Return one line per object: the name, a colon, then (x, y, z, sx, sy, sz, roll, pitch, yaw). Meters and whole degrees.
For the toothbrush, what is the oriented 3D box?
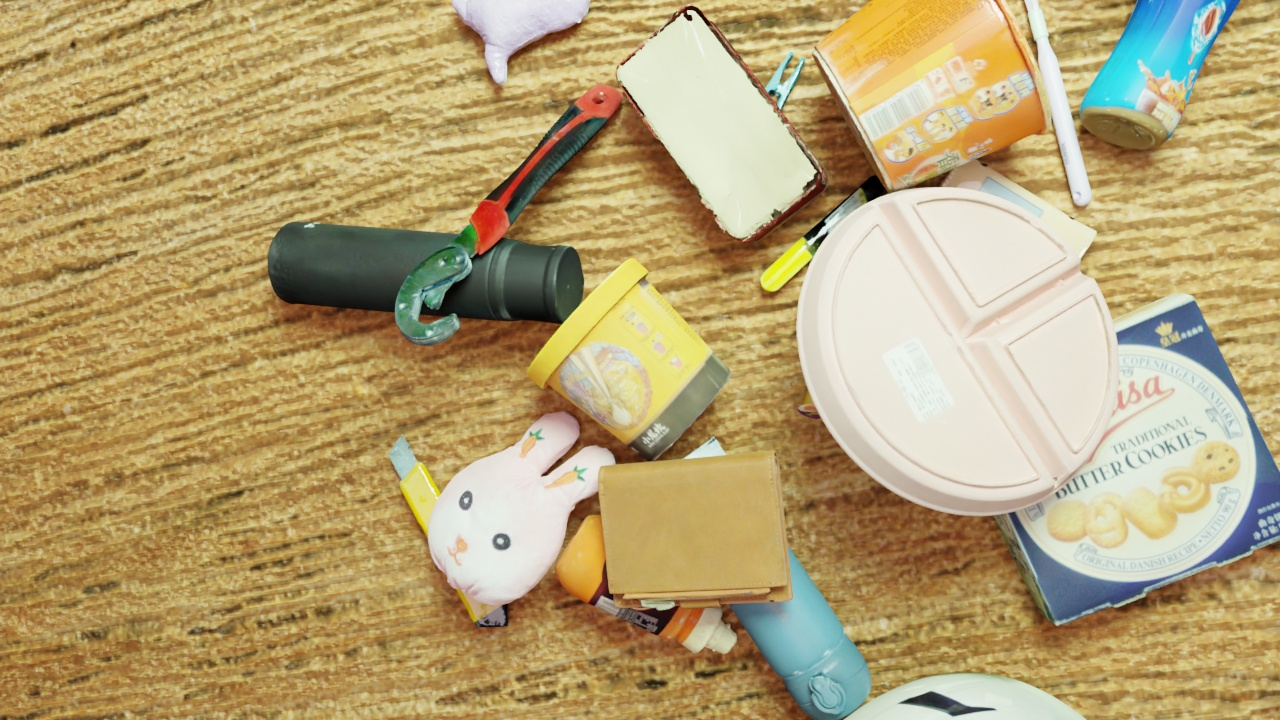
toothbrush: (0.306, -0.206, 0.684, 0.021, 0.029, 0.189, -14, 88, -29)

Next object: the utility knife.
utility knife: (-0.159, 0.142, 0.756, 0.033, 0.015, 0.181, -29, 84, -14)

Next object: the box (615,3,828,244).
box: (0.058, -0.174, 0.688, 0.091, 0.075, 0.168, -37, 83, 18)

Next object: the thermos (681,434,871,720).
thermos: (0.091, 0.164, 0.689, 0.070, 0.070, 0.220, -35, 83, 7)

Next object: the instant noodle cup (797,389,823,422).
instant noodle cup: (0.176, -0.001, 0.663, 0.111, 0.111, 0.099, 10, 82, 9)

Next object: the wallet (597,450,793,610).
wallet: (0.038, 0.122, 0.651, 0.132, 0.031, 0.108, -8, 86, 18)

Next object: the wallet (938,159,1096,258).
wallet: (0.266, -0.091, 0.688, 0.115, 0.024, 0.087, 34, 90, 7)

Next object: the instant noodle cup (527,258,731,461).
instant noodle cup: (-0.004, 0.004, 0.687, 0.114, 0.118, 0.118, 42, 95, -1)

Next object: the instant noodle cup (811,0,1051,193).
instant noodle cup: (0.197, -0.196, 0.643, 0.112, 0.151, 0.151, -29, 85, 16)

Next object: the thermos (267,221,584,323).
thermos: (-0.166, -0.066, 0.730, 0.243, 0.090, 0.068, 7, 86, 15)

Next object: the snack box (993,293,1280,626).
snack box: (0.341, 0.072, 0.662, 0.178, 0.045, 0.182, -25, 86, 7)

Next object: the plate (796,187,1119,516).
plate: (0.216, -0.013, 0.608, 0.229, 0.028, 0.229, 3, 76, -10)

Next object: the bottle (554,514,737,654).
bottle: (0.009, 0.180, 0.709, 0.149, 0.066, 0.067, 32, 94, 1)

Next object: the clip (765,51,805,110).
clip: (0.110, -0.214, 0.718, 0.047, 0.014, 0.057, 29, 95, 10)

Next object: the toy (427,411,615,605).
toy: (-0.096, 0.112, 0.716, 0.159, 0.054, 0.121, -48, 55, -6)

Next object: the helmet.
helmet: (0.190, 0.300, 0.607, 0.274, 0.230, 0.156, -23, 67, 2)

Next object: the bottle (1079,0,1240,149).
bottle: (0.388, -0.261, 0.647, 0.065, 0.065, 0.219, 26, 94, 8)

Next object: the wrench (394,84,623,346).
wrench: (-0.095, -0.119, 0.687, 0.056, 0.016, 0.272, 23, 63, 21)

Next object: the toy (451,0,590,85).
toy: (-0.090, -0.281, 0.738, 0.108, 0.039, 0.084, -27, 85, 5)

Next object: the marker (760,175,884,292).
marker: (0.141, -0.098, 0.712, 0.124, 0.015, 0.018, -43, 84, 3)
